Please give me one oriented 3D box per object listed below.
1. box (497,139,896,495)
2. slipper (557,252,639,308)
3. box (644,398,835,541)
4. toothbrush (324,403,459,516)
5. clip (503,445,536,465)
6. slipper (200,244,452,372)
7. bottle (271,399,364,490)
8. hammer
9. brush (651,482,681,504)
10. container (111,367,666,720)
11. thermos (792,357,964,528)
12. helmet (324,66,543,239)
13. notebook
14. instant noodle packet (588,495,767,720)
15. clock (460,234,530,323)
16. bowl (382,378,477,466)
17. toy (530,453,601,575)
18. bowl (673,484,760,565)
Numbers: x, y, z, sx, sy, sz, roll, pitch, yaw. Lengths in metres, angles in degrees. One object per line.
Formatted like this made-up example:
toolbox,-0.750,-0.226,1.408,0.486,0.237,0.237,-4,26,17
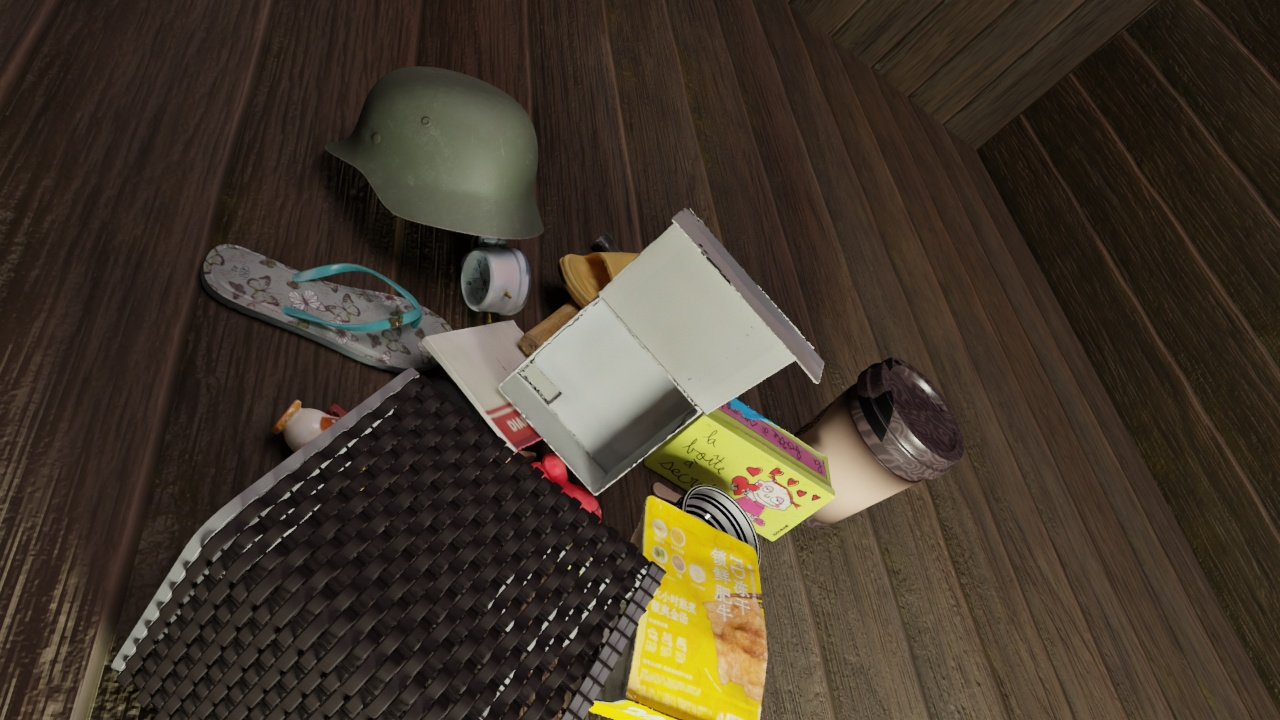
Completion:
box,0.039,-0.027,0.887,0.166,0.420,0.108,48,35,-4
slipper,0.013,-0.090,1.224,0.263,0.079,0.099,14,49,-38
box,0.125,0.129,1.165,0.221,0.125,0.079,33,35,-24
toothbrush,-0.226,0.108,0.885,0.190,0.016,0.016,42,-8,-9
clip,-0.138,0.105,0.984,0.060,0.025,0.045,-11,64,-44
slipper,-0.301,-0.054,0.933,0.268,0.055,0.098,18,47,-35
bottle,-0.274,0.080,0.822,0.109,0.063,0.063,39,35,-13
hammer,-0.068,-0.075,1.213,0.132,0.033,0.329,49,31,-3
brush,0.069,0.188,1.142,0.135,0.015,0.049,29,39,-17
container,-0.179,0.192,0.662,0.243,0.248,0.244,43,34,-2
thermos,0.301,0.124,1.267,0.172,0.227,0.172,29,39,-27
helmet,-0.228,-0.259,1.075,0.268,0.154,0.226,16,19,0
notebook,-0.142,0.022,1.020,0.153,0.012,0.208,50,18,6
instant noodle packet,0.049,0.266,0.940,0.163,0.084,0.221,29,52,-24
clock,-0.177,-0.107,1.095,0.057,0.083,0.117,0,58,-40
bowl,-0.204,0.057,0.930,0.124,0.053,0.123,29,39,-27
toy,-0.078,0.163,0.973,0.091,0.045,0.135,-11,71,-54
bowl,0.074,0.214,1.072,0.120,0.067,0.120,29,39,-27
